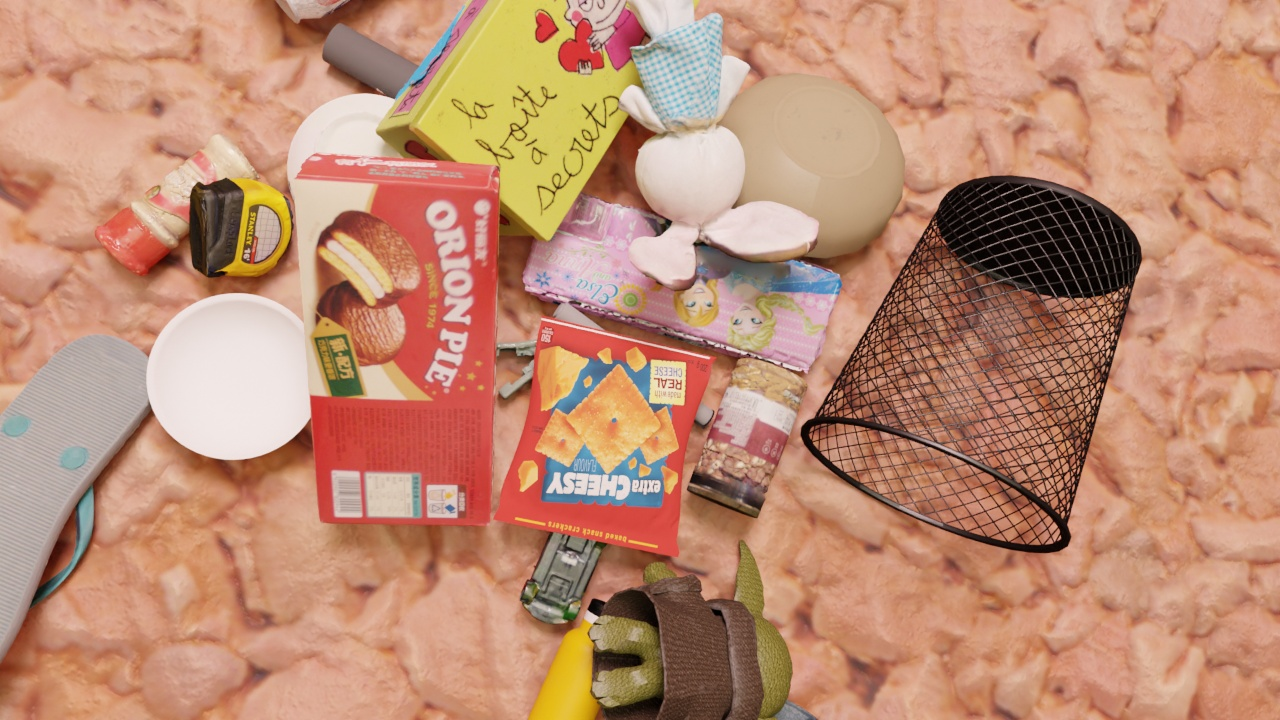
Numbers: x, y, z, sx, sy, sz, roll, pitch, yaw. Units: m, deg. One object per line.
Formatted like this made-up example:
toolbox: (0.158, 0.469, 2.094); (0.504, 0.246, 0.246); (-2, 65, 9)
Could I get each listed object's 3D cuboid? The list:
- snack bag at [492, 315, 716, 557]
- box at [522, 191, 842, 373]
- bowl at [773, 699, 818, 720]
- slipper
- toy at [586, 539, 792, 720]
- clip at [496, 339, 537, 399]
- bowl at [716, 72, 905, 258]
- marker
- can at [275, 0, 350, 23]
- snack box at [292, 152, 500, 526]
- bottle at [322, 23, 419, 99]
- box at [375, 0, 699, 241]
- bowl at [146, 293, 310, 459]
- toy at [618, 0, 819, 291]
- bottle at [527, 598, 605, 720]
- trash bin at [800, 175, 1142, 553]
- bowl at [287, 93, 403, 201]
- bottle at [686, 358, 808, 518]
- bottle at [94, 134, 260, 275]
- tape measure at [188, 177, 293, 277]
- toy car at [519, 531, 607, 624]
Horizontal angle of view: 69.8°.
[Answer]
snack bag: (-0.023, 0.053, 0.643); (0.130, 0.039, 0.144); (13, 82, -9)
box: (0.032, -0.059, 0.674); (0.230, 0.053, 0.084); (16, 82, -8)
bowl: (0.077, 0.307, 0.637); (0.137, 0.057, 0.136); (0, 41, 0)
slipper: (-0.412, 0.104, 0.597); (0.098, 0.055, 0.268); (24, 71, -4)
toy: (0.035, 0.206, 0.619); (0.152, 0.078, 0.179); (17, 55, -34)
clip: (-0.074, -0.004, 0.669); (0.076, 0.023, 0.059); (-20, 90, -8)
bowl: (0.129, -0.155, 0.678); (0.152, 0.051, 0.152); (4, 67, -9)
marker: (-0.004, 0.004, 0.668); (0.140, 0.016, 0.016); (36, 80, -15)
can: (-0.206, -0.304, 0.645); (0.136, 0.078, 0.078); (-38, 92, -10)
snack box: (-0.148, -0.007, 0.580); (0.113, 0.060, 0.237); (2, 117, -7)
bottle: (-0.172, -0.203, 0.666); (0.113, 0.030, 0.030); (28, 81, -6)
box: (-0.066, -0.202, 0.626); (0.124, 0.081, 0.220); (42, 69, -34)
bowl: (-0.271, 0.012, 0.625); (0.110, 0.040, 0.110); (1, 85, -9)
toy: (0.023, -0.153, 0.618); (0.131, 0.106, 0.205); (-18, 99, -16)
bottle: (-0.050, 0.239, 0.640); (0.043, 0.043, 0.143); (25, 82, -6)
trash bin: (0.241, -0.003, 0.646); (0.184, 0.184, 0.209); (30, 75, -5)
bowl: (-0.191, -0.134, 0.640); (0.113, 0.063, 0.113); (1, 84, -8)
bottle: (0.078, 0.056, 0.670); (0.056, 0.056, 0.105); (23, 82, -6)
bottle: (-0.316, -0.107, 0.628); (0.109, 0.044, 0.044); (-44, 93, -11)
tape measure: (-0.272, -0.091, 0.625); (0.064, 0.037, 0.066); (-18, 129, -45)
toy car: (-0.053, 0.142, 0.651); (0.042, 0.036, 0.091); (23, 81, -7)
